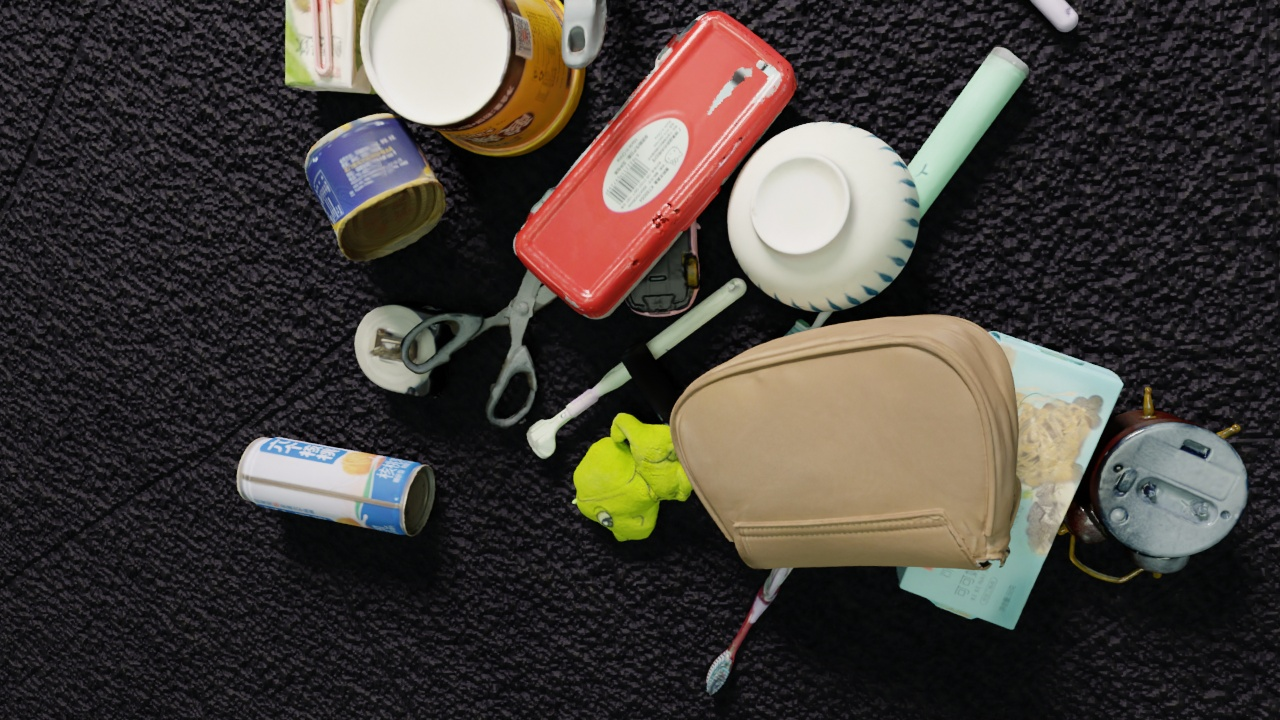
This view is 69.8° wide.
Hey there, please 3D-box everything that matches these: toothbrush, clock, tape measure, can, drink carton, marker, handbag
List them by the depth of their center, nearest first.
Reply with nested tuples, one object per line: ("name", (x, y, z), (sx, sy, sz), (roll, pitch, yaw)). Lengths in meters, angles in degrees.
("toothbrush", (0.189, -0.263, 0.543), (0.189, 0.021, 0.029), (46, 73, 0))
("handbag", (0.125, 0.051, 0.553), (0.205, 0.099, 0.148), (-11, 98, 41))
("clock", (0.308, 0.083, 0.560), (0.082, 0.055, 0.122), (24, 105, 6))
("toothbrush", (0.162, -0.092, 0.576), (0.027, 0.026, 0.225), (40, 106, 20))
("can", (-0.168, -0.107, 0.587), (0.074, 0.148, 0.049), (-28, 92, -13))
("drink carton", (-0.208, -0.245, 0.619), (0.053, 0.045, 0.122), (8, 102, 10))
("marker", (0.029, 0.044, 0.622), (0.022, 0.020, 0.132), (-33, 102, 1))
("toothbrush", (-0.004, 0.004, 0.633), (0.190, 0.020, 0.029), (-38, 58, 14))
("toothbrush", (0.091, 0.159, 0.640), (0.016, 0.017, 0.188), (29, 105, 5))
("tape measure", (-0.169, -0.010, 0.659), (0.066, 0.033, 0.066), (11, 101, 10))
("can", (-0.224, 0.092, 0.678), (0.135, 0.053, 0.053), (9, 101, 11))

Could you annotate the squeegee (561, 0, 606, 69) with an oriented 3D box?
("squeegee", (-0.033, -0.278, 0.554), (0.248, 0.040, 0.249), (-3, 74, 11))

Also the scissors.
("scissors", (-0.084, -0.030, 0.631), (0.177, 0.014, 0.159), (-11, 114, -6))

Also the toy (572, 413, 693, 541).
("toy", (-0.008, 0.081, 0.632), (0.100, 0.031, 0.097), (-14, 108, 31))

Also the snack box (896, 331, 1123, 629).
("snack box", (0.226, 0.075, 0.577), (0.074, 0.051, 0.175), (19, 103, 9))

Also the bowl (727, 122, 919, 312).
("bowl", (0.103, -0.089, 0.552), (0.117, 0.066, 0.116), (0, 90, 26))

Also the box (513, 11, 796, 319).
("box", (0.007, -0.122, 0.573), (0.086, 0.047, 0.201), (41, 92, 8))

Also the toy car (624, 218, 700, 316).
("toy car", (0.011, -0.090, 0.605), (0.056, 0.037, 0.122), (-2, 87, 6))

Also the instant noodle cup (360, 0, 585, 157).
("instant noodle cup", (-0.105, -0.189, 0.571), (0.118, 0.114, 0.118), (2, 100, 11))
